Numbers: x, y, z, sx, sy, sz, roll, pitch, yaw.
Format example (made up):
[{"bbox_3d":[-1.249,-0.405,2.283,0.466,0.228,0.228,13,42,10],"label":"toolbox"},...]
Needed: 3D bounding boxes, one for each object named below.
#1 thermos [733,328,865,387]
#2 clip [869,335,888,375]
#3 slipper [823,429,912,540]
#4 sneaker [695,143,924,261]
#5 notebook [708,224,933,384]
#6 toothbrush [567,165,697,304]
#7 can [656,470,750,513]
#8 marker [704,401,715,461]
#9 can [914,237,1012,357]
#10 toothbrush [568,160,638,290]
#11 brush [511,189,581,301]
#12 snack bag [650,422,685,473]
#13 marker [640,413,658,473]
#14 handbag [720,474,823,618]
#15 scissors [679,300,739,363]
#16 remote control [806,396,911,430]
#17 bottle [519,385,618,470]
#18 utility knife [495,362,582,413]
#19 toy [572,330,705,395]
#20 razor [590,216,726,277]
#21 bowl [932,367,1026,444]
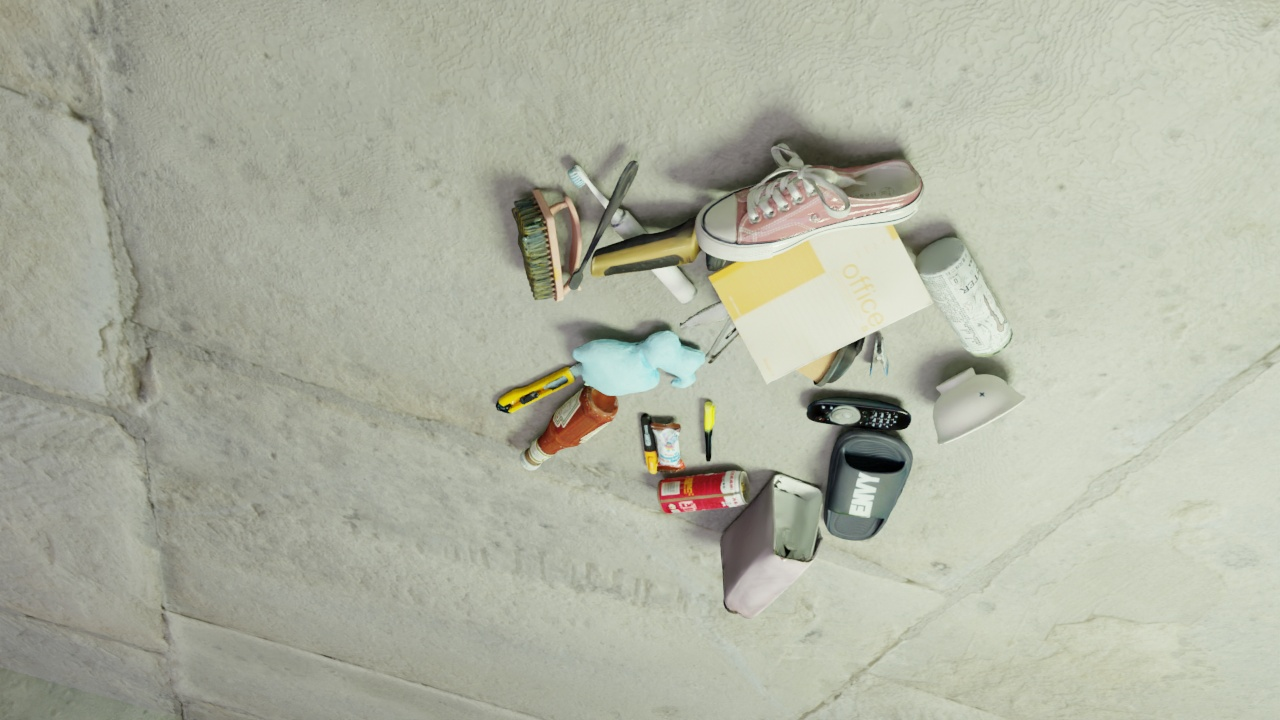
[{"bbox_3d":[0.188,-0.031,1.105,0.143,0.092,0.093,25,136,-1],"label":"thermos"},{"bbox_3d":[0.299,-0.008,1.145,0.044,0.027,0.058,3,132,20],"label":"clip"},{"bbox_3d":[0.319,0.200,1.308,0.111,0.083,0.269,7,140,7],"label":"slipper"},{"bbox_3d":[0.169,-0.171,0.950,0.241,0.118,0.088,-9,150,14],"label":"sneaker"},{"bbox_3d":[0.199,-0.079,1.026,0.207,0.010,0.146,-27,99,18],"label":"notebook"},{"bbox_3d":[-0.007,-0.146,1.070,0.026,0.026,0.221,-34,121,18],"label":"toothbrush"},{"bbox_3d":[0.095,0.198,1.380,0.133,0.053,0.053,-10,132,22],"label":"can"},{"bbox_3d":[0.098,0.103,1.308,0.015,0.018,0.124,8,137,12],"label":"marker"},{"bbox_3d":[0.367,-0.070,1.039,0.058,0.058,0.147,-22,126,31],"label":"can"},{"bbox_3d":[-0.044,-0.152,1.043,0.015,0.018,0.182,21,127,-14],"label":"toothbrush"},{"bbox_3d":[-0.105,-0.129,1.091,0.073,0.063,0.146,-18,137,-12],"label":"brush"},{"bbox_3d":[0.041,0.125,1.338,0.045,0.026,0.105,4,134,13],"label":"snack bag"},{"bbox_3d":[0.013,0.124,1.351,0.018,0.015,0.124,-1,133,8],"label":"marker"},{"bbox_3d":[0.195,0.286,1.382,0.098,0.144,0.198,22,137,-6],"label":"handbag"},{"bbox_3d":[0.153,-0.078,1.050,0.225,0.015,0.189,7,108,9],"label":"scissors"},{"bbox_3d":[0.291,0.069,1.223,0.136,0.024,0.053,6,142,8],"label":"remote control"},{"bbox_3d":[-0.110,0.103,1.328,0.059,0.059,0.207,32,133,-20],"label":"bottle"},{"bbox_3d":[-0.143,0.040,1.300,0.178,0.015,0.033,-26,127,33],"label":"utility knife"},{"bbox_3d":[-0.007,0.007,1.212,0.161,0.049,0.157,31,127,-29],"label":"toy"},{"bbox_3d":[0.024,-0.122,1.042,0.167,0.067,0.062,-11,160,3],"label":"razor"},{"bbox_3d":[0.406,0.048,1.137,0.119,0.118,0.064,-35,80,38],"label":"bowl"}]
